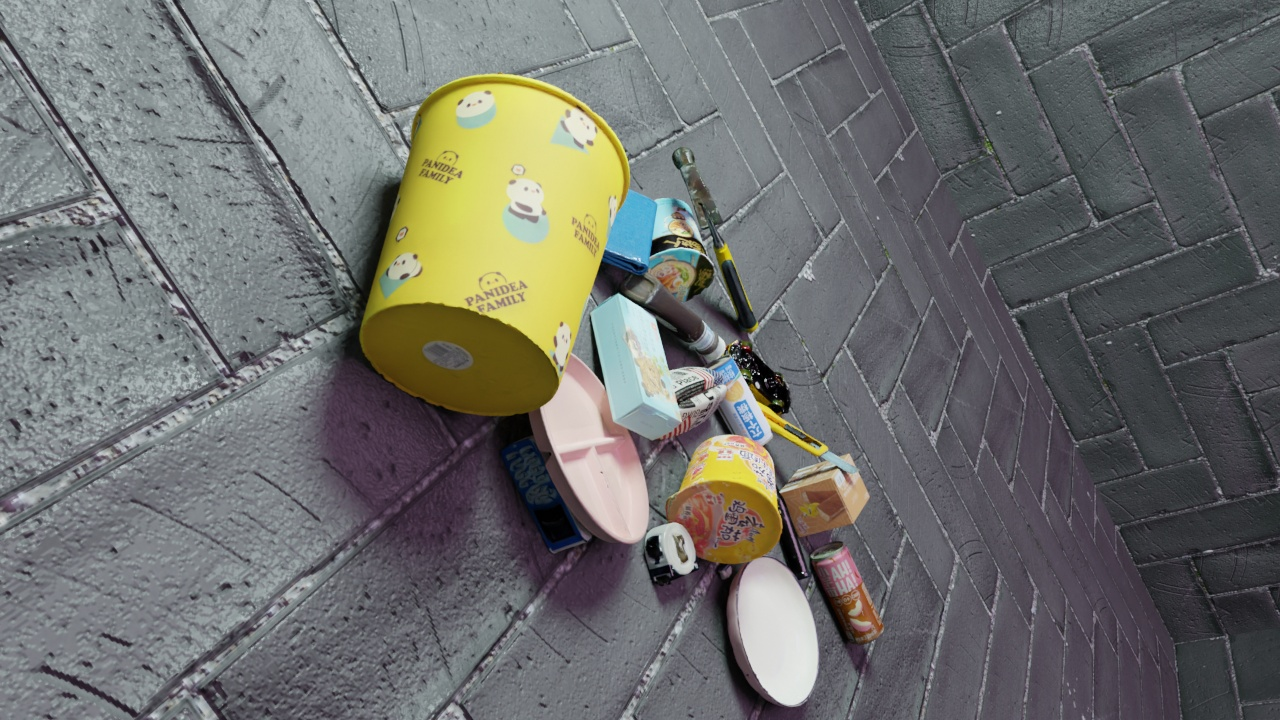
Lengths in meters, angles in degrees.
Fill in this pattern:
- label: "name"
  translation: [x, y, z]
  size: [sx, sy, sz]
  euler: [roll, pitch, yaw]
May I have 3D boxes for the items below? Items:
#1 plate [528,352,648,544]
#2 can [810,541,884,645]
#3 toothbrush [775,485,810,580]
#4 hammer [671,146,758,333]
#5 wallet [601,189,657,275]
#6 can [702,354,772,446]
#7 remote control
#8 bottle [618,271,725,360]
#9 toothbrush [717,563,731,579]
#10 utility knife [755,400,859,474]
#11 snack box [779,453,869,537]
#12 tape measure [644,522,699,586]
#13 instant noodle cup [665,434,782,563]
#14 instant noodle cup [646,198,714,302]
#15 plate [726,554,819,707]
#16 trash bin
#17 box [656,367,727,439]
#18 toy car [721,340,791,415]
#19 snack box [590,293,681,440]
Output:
- label: "plate"
  translation: [-0.057, 0.094, 0.997]
  size: [0.229, 0.028, 0.229]
  euler: [55, 19, -30]
- label: "can"
  translation: [0.309, 0.348, 1.373]
  size: [0.057, 0.058, 0.147]
  euler: [-29, 94, -56]
- label: "toothbrush"
  translation: [0.201, 0.214, 1.336]
  size: [0.027, 0.026, 0.212]
  euler: [76, -4, -79]
- label: "hammer"
  translation: [0.119, -0.152, 1.336]
  size: [0.323, 0.032, 0.126]
  euler: [62, 9, -46]
- label: "wallet"
  translation: [-0.033, -0.178, 1.205]
  size: [0.106, 0.040, 0.132]
  euler: [19, 47, -13]
- label: "can"
  translation: [0.137, 0.062, 1.311]
  size: [0.134, 0.053, 0.053]
  euler: [61, 34, -9]
- label: "remote control"
  translation: [-0.097, 0.138, 0.946]
  size: [0.024, 0.049, 0.125]
  euler: [-32, 97, -59]
- label: "bottle"
  translation: [0.052, -0.056, 1.250]
  size: [0.195, 0.080, 0.044]
  euler: [36, 88, -45]
- label: "toothbrush"
  translation: [0.147, 0.249, 1.248]
  size: [0.180, 0.016, 0.018]
  euler: [-31, 102, -56]
- label: "utility knife"
  translation: [0.233, 0.110, 1.355]
  size: [0.209, 0.015, 0.033]
  euler: [31, 46, 5]
- label: "snack box"
  translation: [0.277, 0.204, 1.383]
  size: [0.092, 0.095, 0.077]
  euler: [-32, 97, -56]
- label: "tape measure"
  translation: [0.035, 0.227, 1.089]
  size: [0.065, 0.034, 0.066]
  euler: [-7, 76, -57]
- label: "instant noodle cup"
  translation: [0.110, 0.167, 1.149]
  size: [0.138, 0.138, 0.109]
  euler: [51, 29, -22]
- label: "instant noodle cup"
  translation: [0.040, -0.159, 1.274]
  size: [0.111, 0.111, 0.120]
  euler: [31, 39, -41]
- label: "plate"
  translation: [0.166, 0.351, 1.189]
  size: [0.192, 0.039, 0.192]
  euler: [31, 47, -41]
- label: "trash bin"
  translation: [-0.143, -0.100, 0.885]
  size: [0.229, 0.230, 0.254]
  euler: [38, 49, -36]
- label: "box"
  translation: [0.053, 0.043, 1.213]
  size: [0.088, 0.076, 0.162]
  euler: [49, 33, 17]
- label: "toy car"
  translation: [0.178, 0.031, 1.397]
  size: [0.156, 0.041, 0.071]
  euler: [38, 43, -33]
- label: "snack box"
  translation: [-0.007, 0.007, 1.120]
  size: [0.074, 0.052, 0.174]
  euler: [28, 38, -43]
